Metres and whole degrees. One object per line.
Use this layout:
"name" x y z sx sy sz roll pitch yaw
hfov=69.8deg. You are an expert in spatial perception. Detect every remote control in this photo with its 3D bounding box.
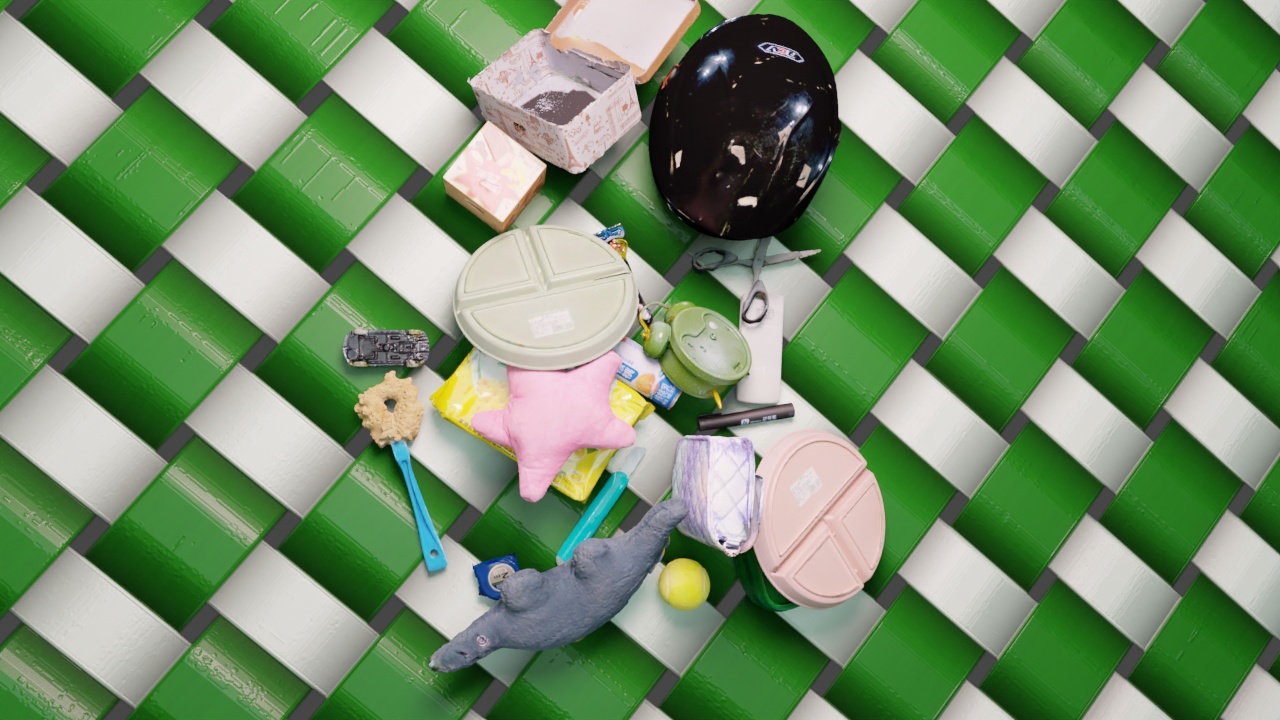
"remote control" 0.160 -0.017 1.226 0.058 0.021 0.150 4 85 -2

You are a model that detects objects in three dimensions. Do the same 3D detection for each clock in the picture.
"clock" 0.067 -0.019 1.172 0.161 0.056 0.115 42 40 4

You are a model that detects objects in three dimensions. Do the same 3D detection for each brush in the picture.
"brush" -0.289 0.139 1.146 0.083 0.046 0.254 -17 92 -13

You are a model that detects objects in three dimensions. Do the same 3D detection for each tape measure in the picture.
"tape measure" -0.178 0.273 1.154 0.058 0.025 0.054 -15 90 -5

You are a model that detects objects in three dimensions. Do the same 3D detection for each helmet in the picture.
"helmet" 0.129 -0.278 1.139 0.233 0.229 0.275 16 122 -7

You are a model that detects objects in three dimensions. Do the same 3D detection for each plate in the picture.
"plate" -0.116 -0.086 1.132 0.230 0.028 0.229 1 53 -2
"plate" 0.233 0.200 1.170 0.229 0.028 0.229 7 76 -32

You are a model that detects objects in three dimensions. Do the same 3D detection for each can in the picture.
"can" -0.007 0.007 1.185 0.134 0.053 0.053 31 82 -5

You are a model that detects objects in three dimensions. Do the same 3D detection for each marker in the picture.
"marker" 0.140 0.074 1.219 0.132 0.020 0.022 -8 63 -8

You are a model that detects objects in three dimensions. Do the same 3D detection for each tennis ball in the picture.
"tennis ball" 0.056 0.285 1.167 0.065 0.065 0.065 1 85 -8

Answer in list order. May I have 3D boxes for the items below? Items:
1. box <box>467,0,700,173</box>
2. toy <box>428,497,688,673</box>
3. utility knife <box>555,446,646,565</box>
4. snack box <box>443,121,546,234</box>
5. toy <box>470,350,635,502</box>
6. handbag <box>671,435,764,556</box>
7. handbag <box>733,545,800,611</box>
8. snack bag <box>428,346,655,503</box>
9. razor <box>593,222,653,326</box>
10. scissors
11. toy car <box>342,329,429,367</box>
"box" -0.062 -0.373 1.151 0.178 0.088 0.261 32 70 29
"toy" -0.088 0.284 1.116 0.356 0.138 0.091 -31 56 -3
"utility knife" -0.051 0.191 1.185 0.029 0.013 0.193 36 84 -6
"snack box" -0.184 -0.230 1.165 0.093 0.077 0.094 37 82 -4
"toy" -0.100 0.053 1.091 0.194 0.075 0.178 -32 80 -12
"handbag" 0.091 0.158 1.116 0.075 0.194 0.134 5 85 -9
"handbag" 0.188 0.256 1.192 0.120 0.068 0.131 -11 85 -20
"snack bag" -0.124 0.058 1.157 0.246 0.068 0.158 34 82 -5
"razor" -0.016 -0.110 1.209 0.042 0.022 0.142 -23 90 -7
"scissors" 0.153 -0.134 1.230 0.159 0.014 0.176 19 71 4
"toy car" -0.319 -0.015 1.152 0.105 0.031 0.049 0 85 -10
